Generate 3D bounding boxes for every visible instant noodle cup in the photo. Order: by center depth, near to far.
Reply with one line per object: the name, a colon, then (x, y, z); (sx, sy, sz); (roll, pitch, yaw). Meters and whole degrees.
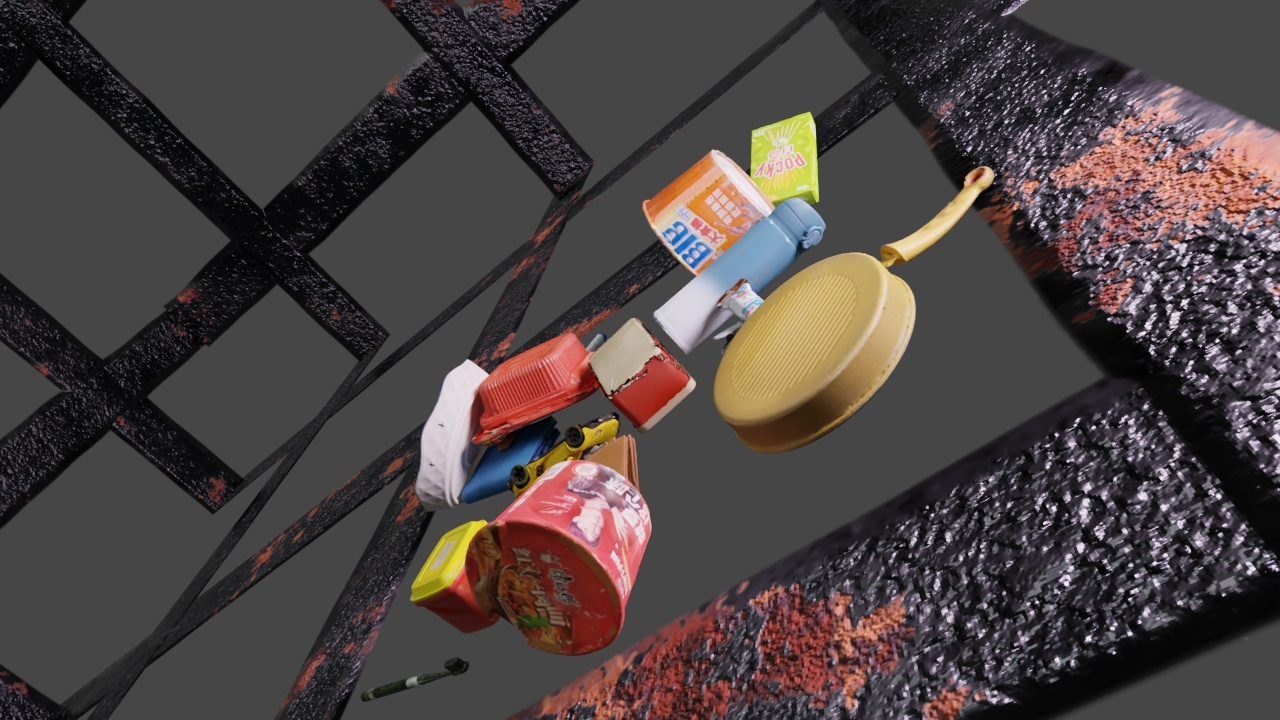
instant noodle cup: (-0.058, 0.154, 0.757); (0.138, 0.138, 0.108); (-30, 13, 34)
instant noodle cup: (0.092, -0.179, 1.134); (0.112, 0.151, 0.151); (-42, 17, 20)
instant noodle cup: (-0.130, 0.029, 1.192); (0.189, 0.079, 0.164); (-23, 12, 17)

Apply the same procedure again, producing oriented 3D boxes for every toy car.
toy car: (-0.082, 0.108, 1.016); (0.156, 0.041, 0.071); (-38, -17, 23)

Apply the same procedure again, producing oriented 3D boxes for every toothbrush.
toothbrush: (-0.230, 0.320, 0.917); (0.186, 0.017, 0.012); (-29, 30, 38)

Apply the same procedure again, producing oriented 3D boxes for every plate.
plate: (-0.239, 0.104, 1.221); (0.205, 0.045, 0.205); (16, -92, -83)

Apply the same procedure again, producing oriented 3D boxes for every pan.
pan: (0.204, -0.062, 0.825); (0.357, 0.078, 0.198); (-54, 23, -12)

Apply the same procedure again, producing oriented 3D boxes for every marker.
marker: (-0.095, 0.014, 1.329); (0.145, 0.017, 0.017); (-51, 20, -25)

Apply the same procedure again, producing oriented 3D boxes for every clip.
clip: (0.104, -0.033, 1.009); (0.056, 0.028, 0.024); (-40, 20, -22)

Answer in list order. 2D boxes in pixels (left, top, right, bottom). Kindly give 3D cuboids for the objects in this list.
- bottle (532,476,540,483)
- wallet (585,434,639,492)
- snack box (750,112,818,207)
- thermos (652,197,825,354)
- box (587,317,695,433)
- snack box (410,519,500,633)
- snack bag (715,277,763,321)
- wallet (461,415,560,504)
bottle: (-0.081, 0.161, 0.863); (0.063, 0.063, 0.108); (-10, 64, 60)
wallet: (-0.058, 0.139, 0.942); (0.132, 0.031, 0.107); (-38, 22, 16)
snack box: (0.191, -0.260, 1.220); (0.086, 0.026, 0.156); (-12, 49, 24)
thermos: (0.116, -0.100, 1.067); (0.220, 0.070, 0.070); (-40, 18, 7)
box: (-0.007, 0.006, 1.058); (0.091, 0.078, 0.168); (-43, 18, 2)
snack box: (-0.169, 0.218, 0.917); (0.082, 0.080, 0.091); (-30, 22, 38)
snack bag: (0.120, -0.057, 0.993); (0.045, 0.026, 0.105); (-45, 34, 3)
wallet: (-0.168, 0.129, 1.190); (0.133, 0.040, 0.106); (-23, 29, 40)
